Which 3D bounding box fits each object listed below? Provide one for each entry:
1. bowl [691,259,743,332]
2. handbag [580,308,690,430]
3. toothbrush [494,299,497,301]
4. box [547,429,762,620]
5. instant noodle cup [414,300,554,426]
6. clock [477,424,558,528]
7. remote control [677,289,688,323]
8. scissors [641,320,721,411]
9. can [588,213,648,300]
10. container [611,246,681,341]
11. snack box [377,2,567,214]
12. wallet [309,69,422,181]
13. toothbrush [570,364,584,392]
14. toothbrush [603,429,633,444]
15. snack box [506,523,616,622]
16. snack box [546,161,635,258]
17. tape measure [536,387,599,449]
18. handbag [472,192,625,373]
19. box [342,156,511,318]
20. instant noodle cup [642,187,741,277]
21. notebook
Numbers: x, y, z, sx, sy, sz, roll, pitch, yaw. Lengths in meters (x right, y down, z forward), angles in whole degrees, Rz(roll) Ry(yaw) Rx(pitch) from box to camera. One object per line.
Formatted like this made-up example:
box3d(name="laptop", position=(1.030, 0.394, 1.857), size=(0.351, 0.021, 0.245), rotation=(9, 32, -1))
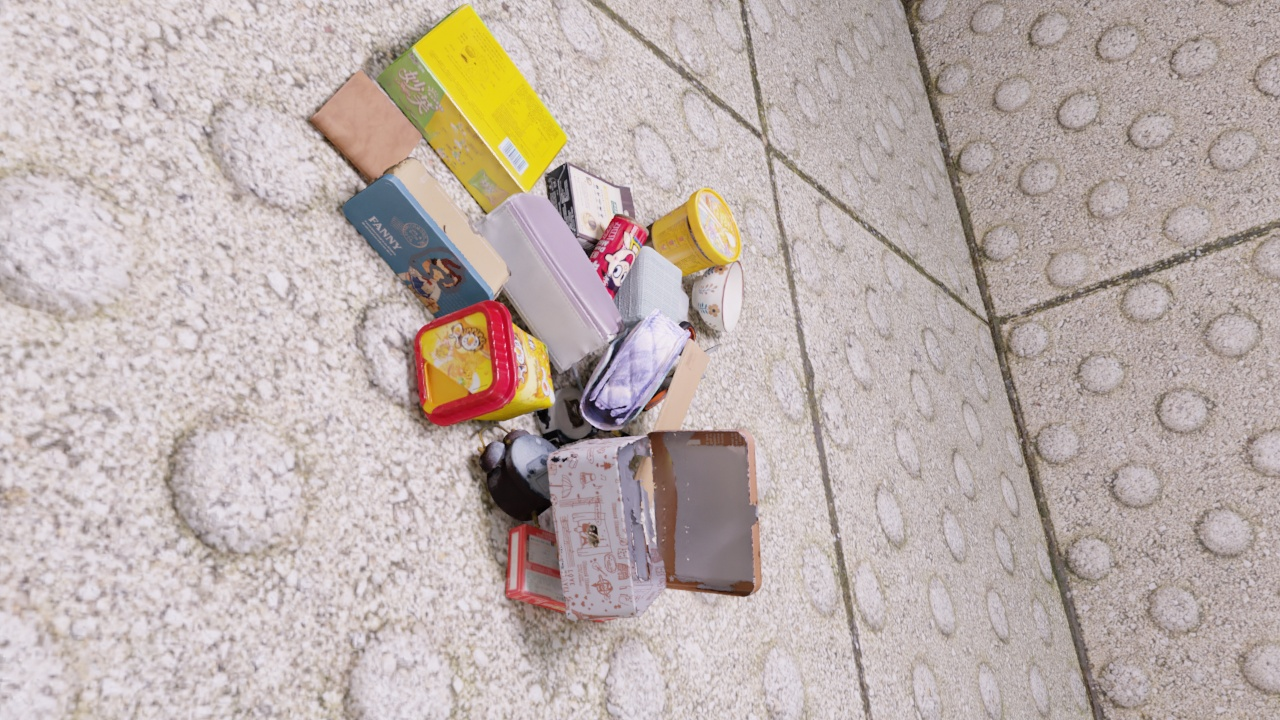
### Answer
box3d(name="bowl", position=(0.118, -0.103, 1.433), size=(0.113, 0.062, 0.113), rotation=(9, 90, -68))
box3d(name="handbag", position=(-0.007, 0.006, 1.100), size=(0.075, 0.134, 0.193), rotation=(35, 9, 1))
box3d(name="toothbrush", position=(-0.179, -0.084, 1.067), size=(0.181, 0.018, 0.015), rotation=(60, 30, -14))
box3d(name="box", position=(0.027, 0.168, 0.957), size=(0.156, 0.194, 0.183), rotation=(-10, 94, -72))
box3d(name="instant noodle cup", position=(-0.157, 0.011, 0.966), size=(0.123, 0.116, 0.116), rotation=(24, 51, -60))
box3d(name="clock", position=(-0.126, 0.116, 0.980), size=(0.122, 0.055, 0.081), rotation=(51, 28, 5))
box3d(name="remote control", position=(0.024, -0.112, 1.361), size=(0.136, 0.020, 0.055), rotation=(42, 40, -33))
box3d(name="scissors", position=(0.066, 0.001, 1.282), size=(0.022, 0.211, 0.221), rotation=(32, 50, 20))
box3d(name="can", position=(-0.042, -0.122, 1.194), size=(0.053, 0.053, 0.132), rotation=(38, 74, -37))
box3d(name="container", position=(-0.001, -0.078, 1.247), size=(0.090, 0.090, 0.111), rotation=(31, 51, -42))
box3d(name="snack box", position=(-0.197, -0.306, 1.119), size=(0.210, 0.070, 0.157), rotation=(51, 37, -23))
box3d(name="wallet", position=(-0.294, -0.252, 0.999), size=(0.101, 0.020, 0.115), rotation=(48, 35, -25))
box3d(name="toothbrush", position=(-0.090, -0.017, 1.141), size=(0.016, 0.016, 0.180), rotation=(-2, 68, -59))
box3d(name="toothbrush", position=(-0.029, 0.091, 1.179), size=(0.185, 0.012, 0.017), rotation=(33, 42, -41))
box3d(name="snack box", position=(-0.083, 0.236, 1.008), size=(0.152, 0.026, 0.075), rotation=(30, 48, -43))
box3d(name="snack box", position=(-0.063, -0.198, 1.258), size=(0.125, 0.053, 0.113), rotation=(16, 59, -51))
box3d(name="tape measure", position=(-0.088, 0.066, 1.081), size=(0.065, 0.034, 0.066), rotation=(-17, 87, -45))
box3d(name="handbag", position=(-0.107, -0.095, 1.083), size=(0.197, 0.099, 0.144), rotation=(57, 19, -3))
box3d(name="box", position=(-0.225, -0.129, 0.962), size=(0.184, 0.090, 0.059), rotation=(48, 39, -23))
box3d(name="instant noodle cup", position=(0.074, -0.183, 1.385), size=(0.118, 0.115, 0.118), rotation=(32, 47, -42))
box3d(name="notebook", position=(0.034, 0.081, 1.112), size=(0.149, 0.012, 0.211), rotation=(29, 82, -77))
